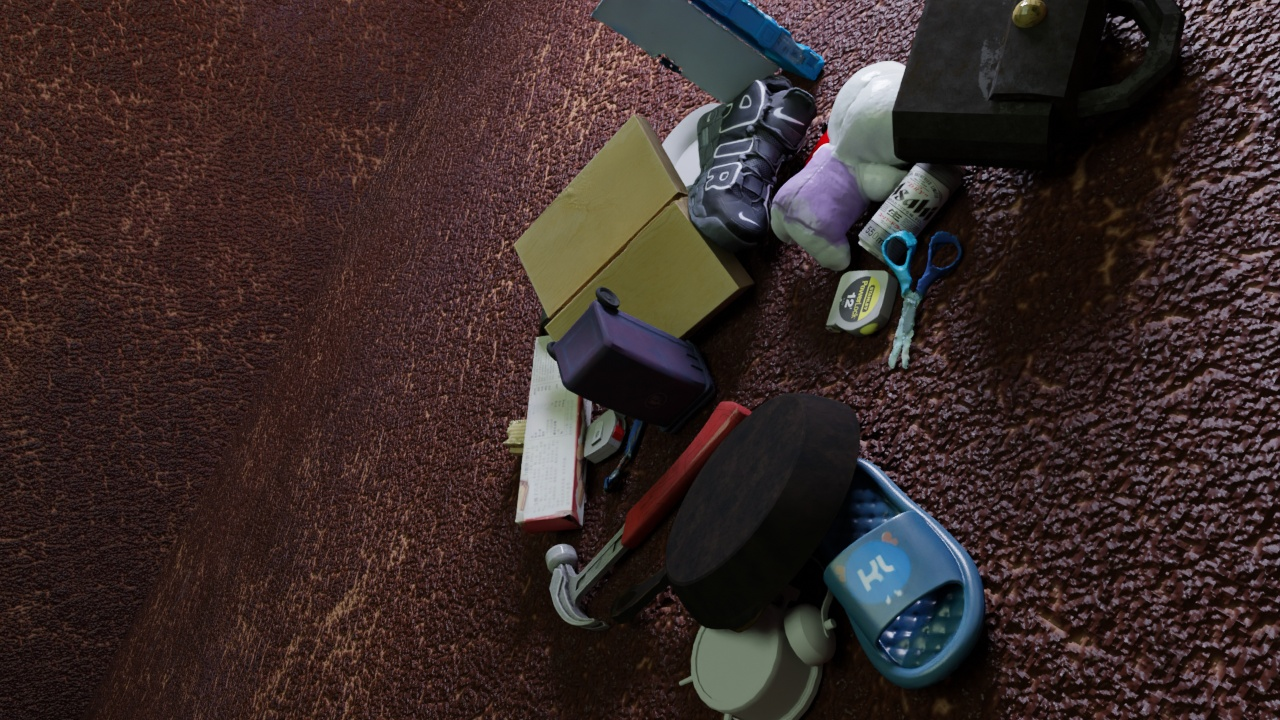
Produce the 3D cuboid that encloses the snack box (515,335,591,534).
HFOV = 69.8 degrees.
[{"bbox_3d":[-0.103,0.085,1.162,0.077,0.044,0.272,-9,54,16],"label":"snack box"}]

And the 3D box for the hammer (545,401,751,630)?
[{"bbox_3d":[0.009,0.163,0.981,0.316,0.036,0.126,-50,36,19],"label":"hammer"}]

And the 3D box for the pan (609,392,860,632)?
[{"bbox_3d":[0.060,0.155,0.837,0.357,0.043,0.248,-46,15,39],"label":"pan"}]

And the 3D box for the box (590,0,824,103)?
[{"bbox_3d":[0.085,-0.405,1.096,0.167,0.243,0.075,-5,65,56],"label":"box"}]

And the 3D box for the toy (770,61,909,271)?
[{"bbox_3d":[0.209,-0.202,0.909,0.209,0.085,0.137,-55,33,10],"label":"toy"}]

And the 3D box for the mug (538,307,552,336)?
[{"bbox_3d":[-0.084,-0.074,1.246,0.111,0.085,0.081,-33,40,39],"label":"mug"}]

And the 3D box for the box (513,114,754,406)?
[{"bbox_3d":[-0.024,-0.115,1.101,0.248,0.076,0.257,-40,67,31],"label":"box"}]

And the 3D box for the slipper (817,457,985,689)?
[{"bbox_3d":[0.184,0.147,0.701,0.104,0.059,0.213,-38,36,11],"label":"slipper"}]

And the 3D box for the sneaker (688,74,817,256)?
[{"bbox_3d":[0.138,-0.230,1.022,0.151,0.097,0.251,-41,31,40],"label":"sneaker"}]

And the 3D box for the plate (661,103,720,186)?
[{"bbox_3d":[0.067,-0.264,1.232,0.173,0.019,0.172,-35,40,37],"label":"plate"}]

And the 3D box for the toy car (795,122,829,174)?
[{"bbox_3d":[0.201,-0.227,1.000,0.089,0.025,0.038,-58,14,-1],"label":"toy car"}]

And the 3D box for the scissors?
[{"bbox_3d":[0.243,-0.052,0.806,0.073,0.016,0.134,5,78,28],"label":"scissors"}]

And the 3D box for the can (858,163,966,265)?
[{"bbox_3d":[0.249,-0.141,0.847,0.107,0.044,0.044,-53,32,16],"label":"can"}]

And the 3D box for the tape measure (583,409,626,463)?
[{"bbox_3d":[-0.044,0.089,1.115,0.060,0.020,0.062,-40,29,33],"label":"tape measure"}]

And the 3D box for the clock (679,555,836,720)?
[{"bbox_3d":[0.107,0.233,0.763,0.159,0.061,0.120,-56,31,2],"label":"clock"}]

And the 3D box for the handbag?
[{"bbox_3d":[0.327,-0.255,0.749,0.200,0.102,0.197,11,74,30],"label":"handbag"}]

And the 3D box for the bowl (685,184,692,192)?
[{"bbox_3d":[0.029,-0.151,1.136,0.175,0.067,0.174,-27,54,43],"label":"bowl"}]

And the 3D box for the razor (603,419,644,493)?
[{"bbox_3d":[-0.010,0.091,1.074,0.044,0.018,0.140,86,-152,-80],"label":"razor"}]

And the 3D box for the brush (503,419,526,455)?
[{"bbox_3d":[-0.142,0.102,1.240,0.117,0.039,0.049,-7,63,52],"label":"brush"}]

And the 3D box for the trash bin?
[{"bbox_3d":[-0.006,0.006,0.994,0.094,0.160,0.092,-46,41,25],"label":"trash bin"}]

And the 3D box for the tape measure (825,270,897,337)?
[{"bbox_3d":[0.208,-0.053,0.866,0.065,0.016,0.064,1,67,56],"label":"tape measure"}]
